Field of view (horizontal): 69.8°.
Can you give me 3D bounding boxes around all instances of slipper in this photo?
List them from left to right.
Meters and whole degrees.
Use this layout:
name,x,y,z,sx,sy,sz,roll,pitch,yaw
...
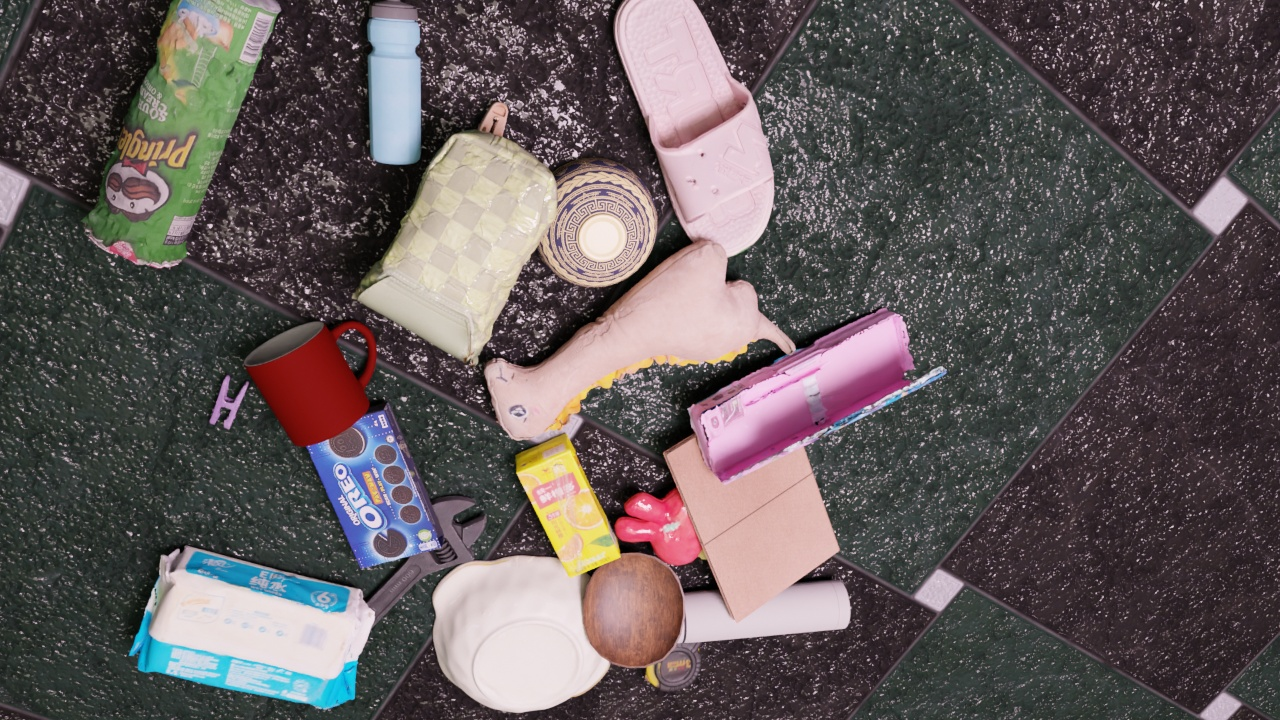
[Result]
name,x,y,z,sx,sy,sz,roll,pitch,yaw
slipper,0.053,-0.197,0.772,0.094,0.064,0.239,-25,113,0

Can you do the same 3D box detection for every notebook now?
name,x,y,z,sx,sy,sz,roll,pitch,yaw
notebook,0.118,0.145,0.925,0.141,0.008,0.209,-30,113,-18

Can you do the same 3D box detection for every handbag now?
name,x,y,z,sx,sy,sz,roll,pitch,yaw
handbag,-0.141,-0.094,0.749,0.113,0.116,0.187,31,104,-8

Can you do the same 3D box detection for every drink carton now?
name,x,y,z,sx,sy,sz,roll,pitch,yaw
drink carton,-0.071,0.143,0.898,0.058,0.043,0.135,-22,114,0

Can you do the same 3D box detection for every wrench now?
name,x,y,z,sx,sy,sz,roll,pitch,yaw
wrench,-0.253,0.235,0.915,0.073,0.018,0.273,41,101,-18

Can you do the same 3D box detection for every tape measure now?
name,x,y,z,sx,sy,sz,roll,pitch,yaw
tape measure,0.034,0.324,0.998,0.067,0.038,0.063,-2,104,-15

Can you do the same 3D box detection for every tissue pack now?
name,x,y,z,sx,sy,sz,roll,pitch,yaw
tissue pack,-0.361,0.257,0.873,0.209,0.066,0.117,19,106,-14

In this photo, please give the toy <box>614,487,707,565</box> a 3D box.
name,x,y,z,sx,sy,sz,roll,pitch,yaw
toy,0.041,0.164,0.926,0.135,0.045,0.092,6,109,-19

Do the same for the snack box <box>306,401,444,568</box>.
name,x,y,z,sx,sy,sz,roll,pitch,yaw
snack box,-0.247,0.117,0.852,0.082,0.027,0.150,-16,110,3

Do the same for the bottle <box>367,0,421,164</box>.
name,x,y,z,sx,sy,sz,roll,pitch,yaw
bottle,-0.194,-0.223,0.725,0.040,0.040,0.130,0,112,-11

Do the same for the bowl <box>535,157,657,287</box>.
name,x,y,z,sx,sy,sz,roll,pitch,yaw
bowl,-0.037,-0.113,0.789,0.112,0.061,0.112,-4,113,-9

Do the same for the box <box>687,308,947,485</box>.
name,x,y,z,sx,sy,sz,roll,pitch,yaw
box,0.170,0.041,0.853,0.230,0.096,0.085,-25,113,-13

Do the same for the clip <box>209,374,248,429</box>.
name,x,y,z,sx,sy,sz,roll,pitch,yaw
clip,-0.368,0.036,0.814,0.036,0.013,0.053,10,113,-13

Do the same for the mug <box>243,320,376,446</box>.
name,x,y,z,sx,sy,sz,roll,pitch,yaw
mug,-0.274,0.011,0.797,0.105,0.073,0.082,-36,118,-28

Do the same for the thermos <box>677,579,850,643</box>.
name,x,y,z,sx,sy,sz,roll,pitch,yaw
thermos,0.109,0.269,0.979,0.224,0.052,0.052,-2,112,-10

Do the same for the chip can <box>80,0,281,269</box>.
name,x,y,z,sx,sy,sz,roll,pitch,yaw
chip can,-0.346,-0.184,0.694,0.075,0.075,0.223,24,105,-19

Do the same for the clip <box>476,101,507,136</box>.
name,x,y,z,sx,sy,sz,roll,pitch,yaw
clip,-0.128,-0.187,0.770,0.024,0.043,0.061,23,93,-19

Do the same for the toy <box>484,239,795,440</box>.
name,x,y,z,sx,sy,sz,roll,pitch,yaw
toy,-0.005,0.005,0.846,0.265,0.065,0.196,-40,118,11

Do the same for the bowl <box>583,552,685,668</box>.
name,x,y,z,sx,sy,sz,roll,pitch,yaw
bowl,-0.006,0.250,0.927,0.102,0.026,0.114,5,88,4

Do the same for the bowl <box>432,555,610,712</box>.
name,x,y,z,sx,sy,sz,roll,pitch,yaw
bowl,-0.117,0.296,0.943,0.188,0.060,0.219,-44,114,8
